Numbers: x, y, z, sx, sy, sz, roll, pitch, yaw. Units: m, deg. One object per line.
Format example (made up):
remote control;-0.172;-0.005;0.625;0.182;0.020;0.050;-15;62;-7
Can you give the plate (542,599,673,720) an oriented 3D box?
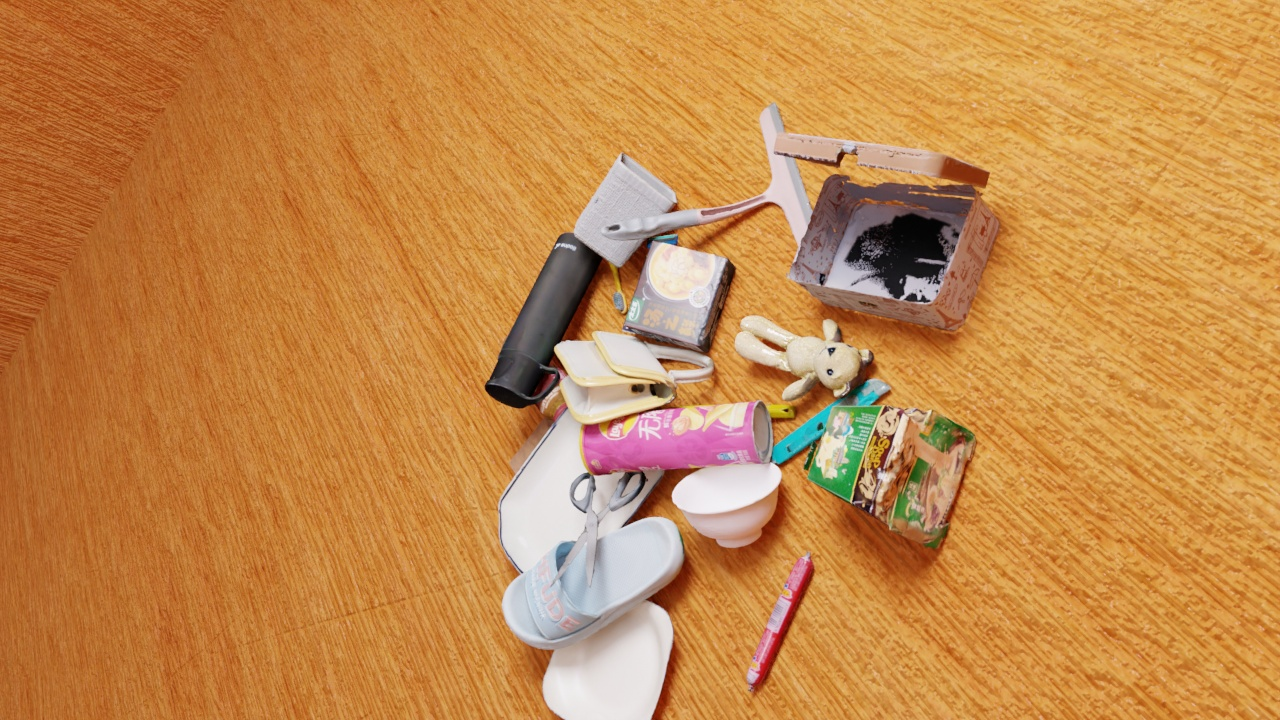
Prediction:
plate;-0.031;0.343;1.047;0.164;0.034;0.164;13;81;41

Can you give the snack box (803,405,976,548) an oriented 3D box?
snack box;0.234;0.100;0.880;0.106;0.117;0.118;14;80;54

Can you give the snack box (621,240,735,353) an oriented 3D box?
snack box;0.040;-0.079;1.123;0.126;0.053;0.113;16;84;23

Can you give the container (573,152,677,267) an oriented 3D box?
container;-0.023;-0.192;1.191;0.114;0.090;0.090;-51;12;17

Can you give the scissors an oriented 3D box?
scissors;-0.052;0.182;1.039;0.159;0.014;0.175;-34;34;-9

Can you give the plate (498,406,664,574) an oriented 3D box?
plate;-0.070;0.157;1.132;0.162;0.034;0.266;42;101;28

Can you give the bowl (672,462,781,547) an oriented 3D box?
bowl;0.099;0.160;0.980;0.118;0.118;0.065;-3;111;39

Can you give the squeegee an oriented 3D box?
squeegee;0.075;-0.180;1.114;0.250;0.040;0.247;-13;64;4

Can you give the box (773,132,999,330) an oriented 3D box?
box;0.232;-0.143;0.905;0.183;0.192;0.156;16;85;42

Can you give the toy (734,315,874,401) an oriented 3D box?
toy;0.171;-0.009;0.991;0.157;0.066;0.105;23;70;39

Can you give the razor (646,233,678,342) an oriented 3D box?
razor;0.030;-0.090;1.168;0.043;0.022;0.142;-5;74;25

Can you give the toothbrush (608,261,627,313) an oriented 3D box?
toothbrush;-0.043;-0.144;1.250;0.016;0.018;0.191;-29;57;26

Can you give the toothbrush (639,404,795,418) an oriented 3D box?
toothbrush;0.082;0.056;1.044;0.190;0.016;0.015;0;77;25

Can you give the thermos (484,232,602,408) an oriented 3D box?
thermos;-0.115;-0.051;1.203;0.090;0.068;0.242;14;64;17

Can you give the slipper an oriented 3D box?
slipper;-0.062;0.248;1.036;0.246;0.074;0.104;-30;53;21

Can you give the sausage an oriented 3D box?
sausage;0.142;0.268;0.943;0.020;0.020;0.156;24;89;42

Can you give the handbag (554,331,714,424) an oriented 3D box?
handbag;-0.006;0.006;1.093;0.163;0.178;0.063;-126;27;-67

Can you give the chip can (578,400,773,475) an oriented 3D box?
chip can;0.038;0.088;1.026;0.211;0.071;0.071;-7;69;26

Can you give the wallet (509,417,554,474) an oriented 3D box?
wallet;-0.121;0.133;1.211;0.101;0.020;0.115;-53;47;10

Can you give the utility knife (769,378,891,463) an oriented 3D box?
utility knife;0.197;0.066;0.977;0.157;0.013;0.029;-39;44;22

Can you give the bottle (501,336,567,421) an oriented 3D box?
bottle;-0.128;0.028;1.229;0.057;0.057;0.175;-51;49;12
